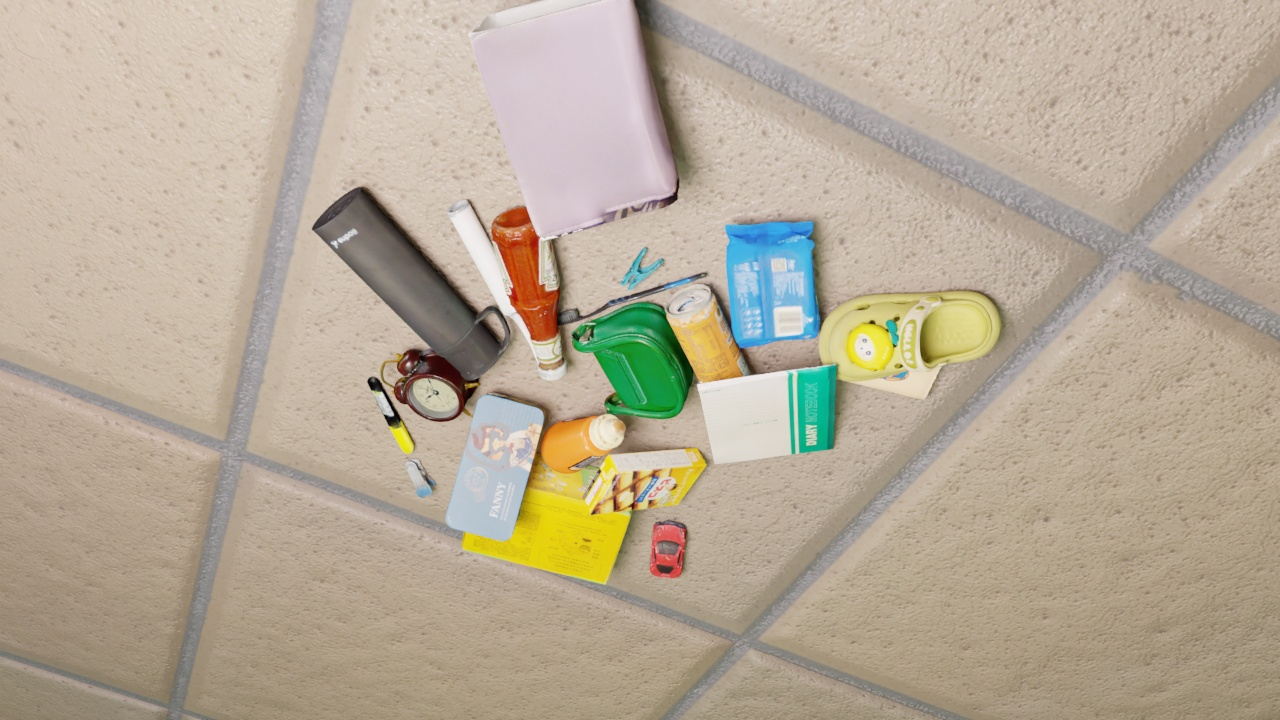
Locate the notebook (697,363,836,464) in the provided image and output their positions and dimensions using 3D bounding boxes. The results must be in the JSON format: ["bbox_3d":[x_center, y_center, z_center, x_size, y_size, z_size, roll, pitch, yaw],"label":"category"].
[{"bbox_3d":[0.150,0.066,1.058,0.150,0.012,0.209,-8,150,6],"label":"notebook"}]

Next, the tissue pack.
[{"bbox_3d":[0.139,-0.082,0.971,0.095,0.052,0.157,-4,128,9],"label":"tissue pack"}]

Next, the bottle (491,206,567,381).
[{"bbox_3d":[-0.115,-0.067,1.012,0.060,0.059,0.206,-3,127,10],"label":"bottle"}]

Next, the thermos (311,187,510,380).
[{"bbox_3d":[-0.243,-0.086,1.020,0.090,0.068,0.242,-35,120,11],"label":"thermos"}]

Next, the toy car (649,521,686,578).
[{"bbox_3d":[0.038,0.266,1.283,0.049,0.031,0.106,6,127,2],"label":"toy car"}]

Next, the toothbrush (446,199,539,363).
[{"bbox_3d":[-0.155,-0.080,1.031,0.026,0.026,0.221,-27,124,-3],"label":"toothbrush"}]

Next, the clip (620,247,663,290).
[{"bbox_3d":[-0.002,-0.099,1.003,0.039,0.013,0.056,34,124,-18],"label":"clip"}]

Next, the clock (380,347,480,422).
[{"bbox_3d":[-0.256,0.027,1.115,0.122,0.055,0.082,17,129,-4],"label":"clock"}]

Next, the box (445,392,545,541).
[{"bbox_3d":[-0.178,0.134,1.125,0.090,0.060,0.184,13,87,-3],"label":"box"}]

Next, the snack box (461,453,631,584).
[{"bbox_3d":[-0.125,0.207,1.233,0.210,0.069,0.158,14,129,-3],"label":"snack box"}]

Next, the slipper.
[{"bbox_3d":[0.284,-0.028,0.964,0.191,0.081,0.091,-9,94,7],"label":"slipper"}]

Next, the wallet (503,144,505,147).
[{"bbox_3d":[-0.067,-0.234,0.900,0.097,0.019,0.121,28,125,-14],"label":"wallet"}]

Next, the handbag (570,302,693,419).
[{"bbox_3d":[-0.006,0.006,1.053,0.120,0.067,0.131,-12,127,24],"label":"handbag"}]

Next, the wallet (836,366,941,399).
[{"bbox_3d":[0.281,-0.002,1.034,0.115,0.024,0.087,14,126,0],"label":"wallet"}]

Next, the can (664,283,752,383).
[{"bbox_3d":[0.080,-0.012,1.032,0.058,0.058,0.146,-16,125,20],"label":"can"}]

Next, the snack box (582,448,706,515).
[{"bbox_3d":[0.005,0.151,1.151,0.140,0.033,0.087,-2,138,-36],"label":"snack box"}]

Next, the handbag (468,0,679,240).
[{"bbox_3d":[-0.053,-0.227,0.833,0.145,0.098,0.197,-8,122,14],"label":"handbag"}]

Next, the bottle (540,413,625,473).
[{"bbox_3d":[-0.064,0.095,1.110,0.066,0.066,0.150,36,148,-20],"label":"bottle"}]

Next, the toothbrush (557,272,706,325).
[{"bbox_3d":[-0.014,-0.070,1.028,0.190,0.014,0.016,-17,108,21],"label":"toothbrush"}]

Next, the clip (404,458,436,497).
[{"bbox_3d":[-0.303,0.157,1.253,0.027,0.044,0.058,-13,120,19],"label":"clip"}]

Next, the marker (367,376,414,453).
[{"bbox_3d":[-0.323,0.071,1.188,0.018,0.015,0.124,-9,124,14],"label":"marker"}]
